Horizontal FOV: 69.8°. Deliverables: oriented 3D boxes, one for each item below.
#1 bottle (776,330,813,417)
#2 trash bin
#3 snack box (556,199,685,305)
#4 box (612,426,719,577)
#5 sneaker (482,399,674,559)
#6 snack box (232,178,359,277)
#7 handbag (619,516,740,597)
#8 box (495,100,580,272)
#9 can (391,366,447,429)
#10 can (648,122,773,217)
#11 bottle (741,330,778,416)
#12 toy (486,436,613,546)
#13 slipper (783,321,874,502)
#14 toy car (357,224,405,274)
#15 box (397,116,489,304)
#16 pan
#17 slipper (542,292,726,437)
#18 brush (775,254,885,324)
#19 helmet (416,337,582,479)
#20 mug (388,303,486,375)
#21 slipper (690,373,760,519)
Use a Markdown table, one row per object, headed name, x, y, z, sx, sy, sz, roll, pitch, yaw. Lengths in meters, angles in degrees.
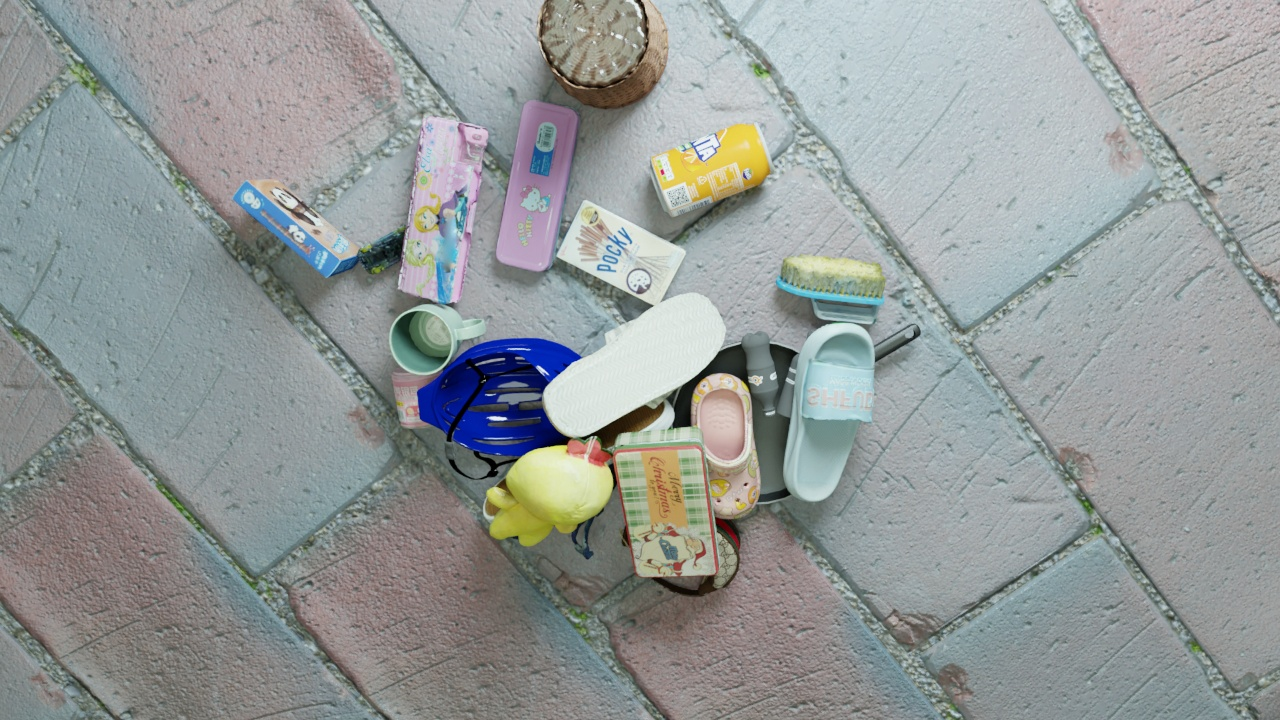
| name | x | y | z | sx | sy | sz | roll | pitch | yaw |
| --- | --- | --- | --- | --- | --- | --- | --- | --- | --- |
| bottle | 0.205 | 0.017 | 1.177 | 0.030 | 0.030 | 0.113 | 15 | 103 | -1 |
| trash bin | -0.044 | -0.371 | 1.048 | 0.151 | 0.210 | 0.151 | 0 | 102 | 2 |
| snack box | -0.025 | -0.139 | 1.192 | 0.150 | 0.026 | 0.082 | 26 | 103 | -4 |
| box | 0.034 | 0.184 | 1.163 | 0.118 | 0.050 | 0.206 | -5 | 116 | 6 |
| sneaker | -0.061 | 0.161 | 1.234 | 0.295 | 0.120 | 0.127 | -36 | 121 | 12 |
| snack box | -0.435 | -0.171 | 1.174 | 0.151 | 0.087 | 0.034 | 41 | 102 | -6 |
| handbag | 0.052 | 0.255 | 1.262 | 0.166 | 0.063 | 0.139 | 35 | 112 | -7 |
| box | -0.131 | -0.221 | 1.176 | 0.076 | 0.036 | 0.214 | 13 | 103 | 3 |
| can | -0.294 | 0.046 | 1.225 | 0.067 | 0.067 | 0.076 | -6 | 102 | 4 |
| can | 0.086 | -0.237 | 1.137 | 0.142 | 0.079 | 0.079 | -20 | 101 | 7 |
| bottle | 0.156 | 0.018 | 1.178 | 0.036 | 0.036 | 0.110 | -11 | 100 | 5 |
| toy | -0.111 | 0.170 | 1.131 | 0.133 | 0.092 | 0.208 | 19 | 139 | -30 |
| slipper | 0.244 | 0.071 | 1.153 | 0.104 | 0.074 | 0.246 | 2 | 109 | -24 |
| toy car | -0.326 | -0.147 | 1.202 | 0.089 | 0.027 | 0.039 | -29 | 108 | -7 |
| box | -0.249 | -0.186 | 1.158 | 0.084 | 0.077 | 0.230 | 8 | 103 | -19 |
| pan | 0.209 | 0.048 | 1.217 | 0.357 | 0.034 | 0.225 | -32 | 99 | 9 |
| slipper | -0.007 | 0.007 | 1.152 | 0.272 | 0.054 | 0.114 | -35 | 84 | -26 |
| brush | 0.241 | -0.090 | 1.177 | 0.136 | 0.055 | 0.075 | 7 | 124 | 1 |
| helmet | -0.161 | 0.063 | 1.141 | 0.241 | 0.227 | 0.148 | -1 | 111 | 0 |
| mug | -0.255 | -0.035 | 1.186 | 0.111 | 0.104 | 0.084 | -8 | 102 | 5 |
| slipper | 0.105 | 0.117 | 1.183 | 0.093 | 0.081 | 0.197 | -5 | 101 | 6 |
